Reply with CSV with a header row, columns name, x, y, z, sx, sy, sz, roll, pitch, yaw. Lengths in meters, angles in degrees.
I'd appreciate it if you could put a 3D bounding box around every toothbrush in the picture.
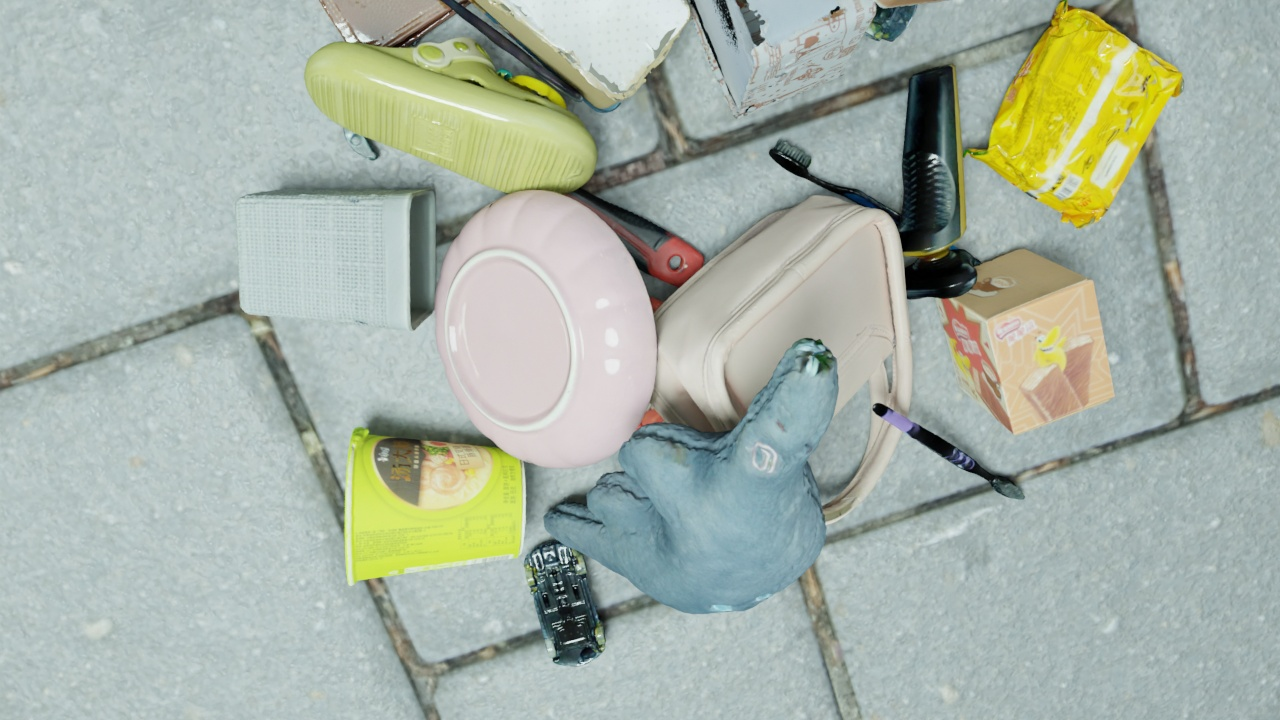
name,x,y,z,sx,sy,sz,roll,pitch,yaw
toothbrush,-0.114,-0.221,0.597,0.181,0.015,0.018,33,98,-10
toothbrush,0.178,-0.114,0.680,0.189,0.014,0.016,26,75,-11
toothbrush,0.239,0.072,0.700,0.189,0.017,0.014,29,98,-30

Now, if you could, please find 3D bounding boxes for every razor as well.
name,x,y,z,sx,sy,sz,roll,pitch,yaw
razor,0.211,-0.127,0.654,0.067,0.062,0.167,-2,92,-40

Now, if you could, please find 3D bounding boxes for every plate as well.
name,x,y,z,sx,sy,sz,roll,pitch,yaw
plate,-0.077,-0.016,0.612,0.193,0.038,0.192,11,108,35

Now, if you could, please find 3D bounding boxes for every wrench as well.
name,x,y,z,sx,sy,sz,roll,pitch,yaw
wrench,-0.078,-0.122,0.656,0.273,0.016,0.056,24,98,-10

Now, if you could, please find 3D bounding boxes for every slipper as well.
name,x,y,z,sx,sy,sz,roll,pitch,yaw
slipper,-0.115,-0.171,0.593,0.190,0.092,0.081,16,73,-15

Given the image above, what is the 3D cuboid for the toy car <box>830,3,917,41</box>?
name,x,y,z,sx,sy,sz,roll,pitch,yaw
toy car,0.145,-0.253,0.631,0.090,0.034,0.043,27,107,4

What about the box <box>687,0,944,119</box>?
name,x,y,z,sx,sy,sz,roll,pitch,yaw
box,0.109,-0.276,0.548,0.178,0.153,0.182,-23,90,-1

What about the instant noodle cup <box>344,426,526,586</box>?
name,x,y,z,sx,sy,sz,roll,pitch,yaw
instant noodle cup,-0.147,0.104,0.669,0.123,0.111,0.112,1,104,-13

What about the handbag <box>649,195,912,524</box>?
name,x,y,z,sx,sy,sz,roll,pitch,yaw
handbag,0.119,0.021,0.655,0.193,0.093,0.234,-42,121,-21

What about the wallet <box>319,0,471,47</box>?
name,x,y,z,sx,sy,sz,roll,pitch,yaw
wallet,-0.175,-0.272,0.605,0.101,0.032,0.124,-32,105,1

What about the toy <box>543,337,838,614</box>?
name,x,y,z,sx,sy,sz,roll,pitch,yaw
toy,0.039,0.095,0.576,0.138,0.357,0.091,44,56,-1

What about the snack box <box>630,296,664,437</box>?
name,x,y,z,sx,sy,sz,roll,pitch,yaw
snack box,-0.004,0.004,0.663,0.080,0.082,0.091,-32,106,-6

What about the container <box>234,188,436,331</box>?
name,x,y,z,sx,sy,sz,roll,pitch,yaw
container,-0.204,-0.072,0.623,0.114,0.090,0.090,2,103,-2

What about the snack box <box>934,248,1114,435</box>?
name,x,y,z,sx,sy,sz,roll,pitch,yaw
snack box,0.275,-0.016,0.666,0.077,0.092,0.094,-21,111,2

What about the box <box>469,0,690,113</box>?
name,x,y,z,sx,sy,sz,roll,pitch,yaw
box,-0.050,-0.242,0.594,0.184,0.061,0.089,41,86,-19

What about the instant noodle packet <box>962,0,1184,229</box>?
name,x,y,z,sx,sy,sz,roll,pitch,yaw
instant noodle packet,0.309,-0.172,0.658,0.111,0.044,0.128,30,97,-4

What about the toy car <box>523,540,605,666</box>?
name,x,y,z,sx,sy,sz,roll,pitch,yaw
toy car,-0.060,0.193,0.729,0.049,0.031,0.105,-13,103,0
